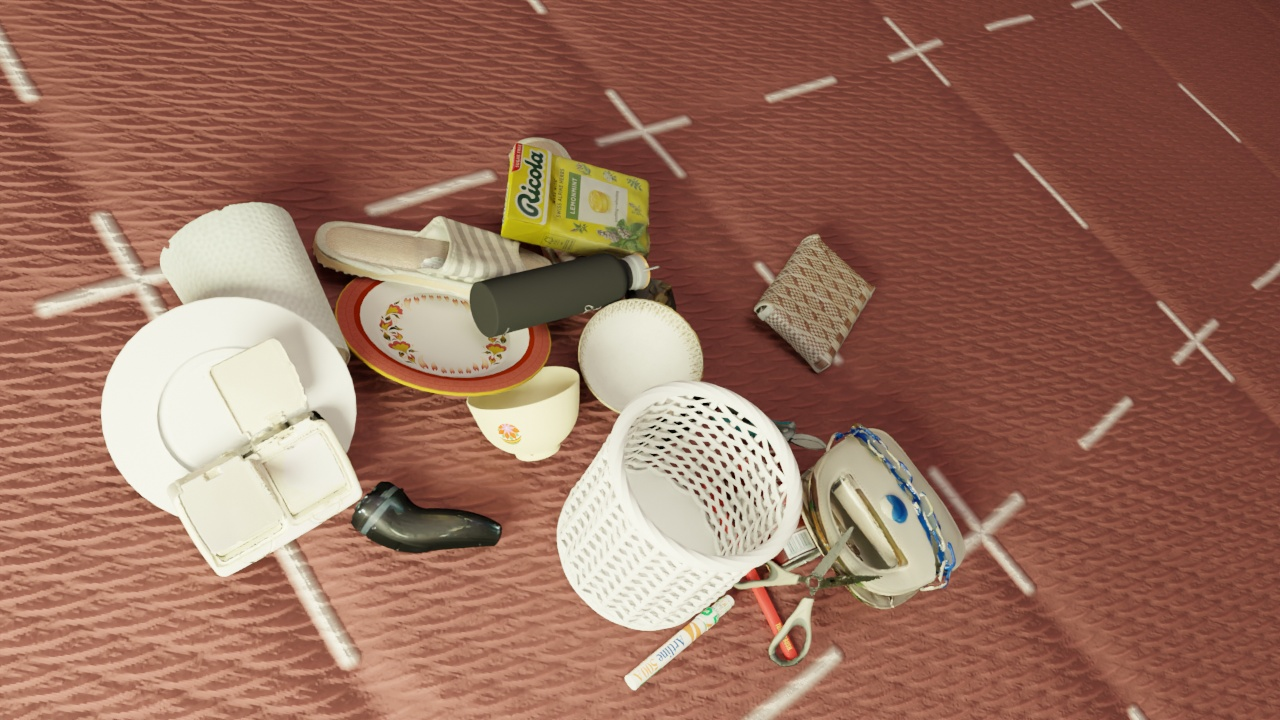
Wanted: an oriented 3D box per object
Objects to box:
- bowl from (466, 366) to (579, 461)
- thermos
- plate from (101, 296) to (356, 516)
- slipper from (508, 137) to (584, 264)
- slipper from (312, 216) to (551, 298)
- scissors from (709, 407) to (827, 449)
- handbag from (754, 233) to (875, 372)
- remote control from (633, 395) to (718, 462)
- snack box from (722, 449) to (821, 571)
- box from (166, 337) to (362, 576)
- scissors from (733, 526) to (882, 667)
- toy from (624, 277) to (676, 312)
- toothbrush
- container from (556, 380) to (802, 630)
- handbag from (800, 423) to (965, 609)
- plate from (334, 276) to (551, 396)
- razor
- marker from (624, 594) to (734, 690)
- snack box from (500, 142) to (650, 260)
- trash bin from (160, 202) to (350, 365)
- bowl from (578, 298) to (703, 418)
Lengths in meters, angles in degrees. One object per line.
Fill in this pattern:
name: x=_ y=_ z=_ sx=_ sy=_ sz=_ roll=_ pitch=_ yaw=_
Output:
bowl: x=-0.114 y=0.062 z=0.958 sx=0.117 sy=0.118 sz=0.074 roll=-24 pitch=112 yaw=-34
thermos: x=-0.076 y=-0.082 z=1.032 sx=0.230 sy=0.061 sz=0.061 roll=-18 pitch=67 yaw=-34
plate: x=-0.361 y=0.048 z=0.816 sx=0.208 sy=0.015 sz=0.209 roll=-4 pitch=101 yaw=-21
slipper: x=-0.093 y=-0.188 z=1.159 sx=0.114 sy=0.052 sz=0.262 roll=-10 pitch=62 yaw=-30
slipper: x=-0.226 y=-0.120 z=1.038 sx=0.272 sy=0.054 sz=0.114 roll=7 pitch=33 yaw=-18
scissors: x=0.141 y=0.082 z=1.047 sx=0.139 sy=0.019 sz=0.136 roll=-12 pitch=28 yaw=-4
handbag: x=0.234 y=-0.080 z=1.234 sx=0.124 sy=0.047 sz=0.185 roll=42 pitch=51 yaw=-3
remote control: x=0.040 y=0.074 z=1.066 sx=0.139 sy=0.009 sz=0.030 roll=-33 pitch=75 yaw=-36
snack box: x=0.147 y=0.168 z=1.010 sx=0.072 sy=0.072 sz=0.121 roll=-13 pitch=65 yaw=-30
box: x=-0.319 y=0.090 z=0.765 sx=0.143 sy=0.184 sz=0.099 roll=-33 pitch=32 yaw=-25
scissors: x=0.162 y=0.239 z=0.943 sx=0.012 sy=0.171 sz=0.157 roll=7 pitch=92 yaw=-58
toy: x=0.005 y=-0.051 z=1.109 sx=0.076 sy=0.063 sz=0.100 roll=39 pitch=66 yaw=-22
toothbrush: x=0.119 y=0.223 z=0.994 sx=0.012 sy=0.018 sz=0.212 roll=-12 pitch=64 yaw=-30
container: x=0.031 y=0.146 z=0.898 sx=0.189 sy=0.187 sz=0.189 roll=12 pitch=54 yaw=-17
handbag: x=0.259 y=0.171 z=1.009 sx=0.199 sy=0.093 sz=0.200 roll=-15 pitch=66 yaw=-51
plate: x=-0.211 y=-0.033 z=0.993 sx=0.229 sy=0.021 sz=0.229 roll=14 pitch=36 yaw=-10
razor: x=-0.203 y=0.152 z=0.879 sx=0.140 sy=0.053 sz=0.063 roll=10 pitch=62 yaw=-19
marker: x=0.042 y=0.280 z=0.922 sx=0.145 sy=0.017 sz=0.017 roll=-29 pitch=73 yaw=-35
snack box: x=-0.072 y=-0.186 z=1.105 sx=0.180 sy=0.045 sz=0.121 roll=13 pitch=58 yaw=-16
trash bin: x=-0.369 y=-0.050 z=0.899 sx=0.133 sy=0.134 sz=0.161 roll=-24 pitch=75 yaw=-34
bowl: x=-0.006 y=0.006 z=1.049 sx=0.145 sy=0.063 sz=0.145 roll=6 pitch=68 yaw=-15
